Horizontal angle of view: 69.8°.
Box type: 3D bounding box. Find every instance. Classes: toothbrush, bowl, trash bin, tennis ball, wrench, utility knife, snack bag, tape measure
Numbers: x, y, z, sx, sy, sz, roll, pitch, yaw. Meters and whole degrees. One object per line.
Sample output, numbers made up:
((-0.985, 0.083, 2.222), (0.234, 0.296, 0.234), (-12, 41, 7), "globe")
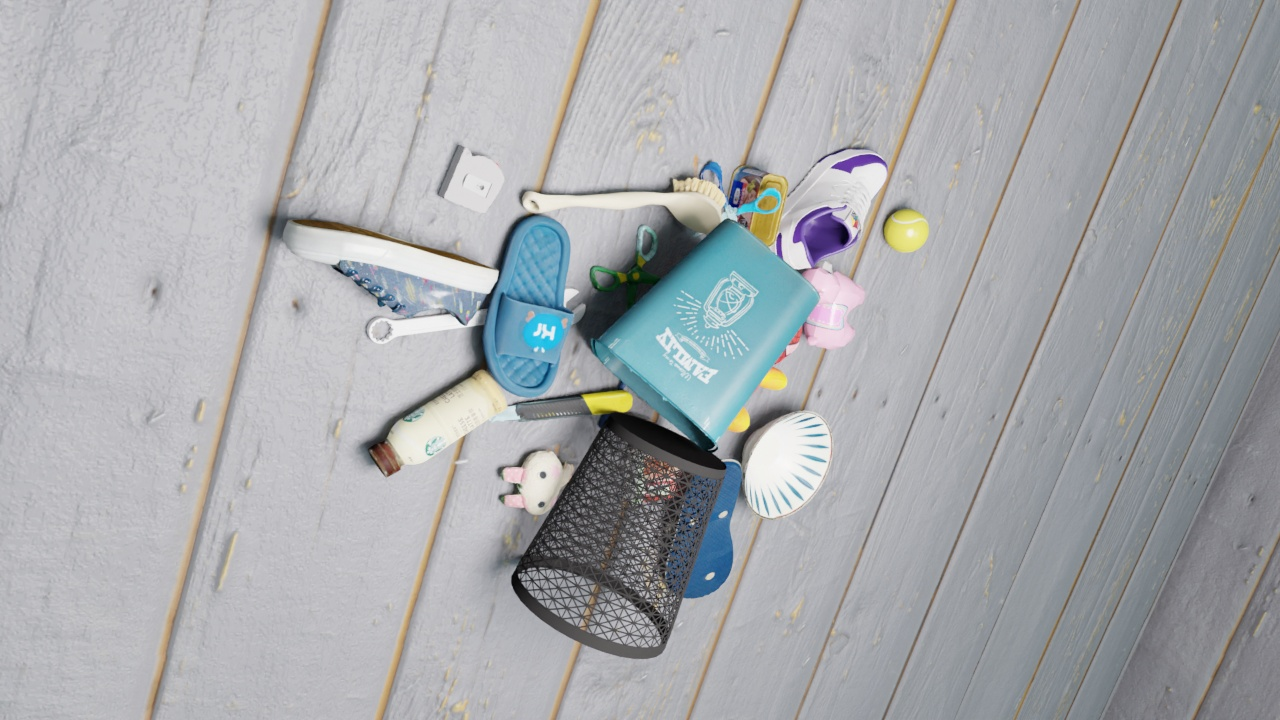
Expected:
((-0.007, 0.007, 1.221), (0.017, 0.016, 0.190), (23, 95, -47), "toothbrush")
((0.205, 0.147, 1.394), (0.177, 0.071, 0.177), (-14, 116, -30), "bowl")
((0.084, -0.033, 1.119), (0.196, 0.199, 0.218), (41, 83, 4), "trash bin")
((0.404, -0.197, 1.394), (0.065, 0.065, 0.065), (-14, 116, -30), "tennis ball")
((-0.184, -0.051, 1.075), (0.272, 0.009, 0.047), (-10, 114, -32), "wrench")
((-0.104, 0.060, 1.165), (0.202, 0.020, 0.029), (-5, 107, -27), "utility knife")
((0.031, 0.158, 1.298), (0.115, 0.036, 0.077), (-5, 111, -33), "snack bag")
((-0.015, 0.210, 1.165), (0.216, 0.217, 0.243), (20, 98, -39), "trash bin")
((-0.184, -0.196, 1.007), (0.062, 0.020, 0.060), (20, 97, -39), "tape measure")

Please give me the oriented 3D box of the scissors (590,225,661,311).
((-0.008, -0.113, 1.172), (0.125, 0.011, 0.131), (8, 104, -36), "scissors")

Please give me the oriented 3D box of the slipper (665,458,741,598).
((0.086, 0.245, 1.353), (0.118, 0.060, 0.296), (-15, 132, -24), "slipper")

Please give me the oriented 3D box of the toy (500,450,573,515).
((-0.127, 0.157, 1.181), (0.112, 0.050, 0.087), (-2, 111, -29), "toy")

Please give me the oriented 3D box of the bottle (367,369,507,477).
((-0.235, 0.074, 1.061), (0.161, 0.056, 0.056), (-34, 125, -20), "bottle")

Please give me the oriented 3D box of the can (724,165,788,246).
((0.152, -0.204, 1.217), (0.053, 0.059, 0.100), (0, 108, -35), "can")

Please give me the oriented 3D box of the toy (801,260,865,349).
((0.268, -0.079, 1.325), (0.157, 0.067, 0.123), (0, 108, -57), "toy")

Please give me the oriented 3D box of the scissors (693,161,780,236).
((0.116, -0.199, 1.185), (0.133, 0.128, 0.014), (56, 28, -3), "scissors")

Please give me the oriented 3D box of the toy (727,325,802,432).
((0.146, -0.014, 1.268), (0.147, 0.099, 0.216), (31, 91, -49), "toy")

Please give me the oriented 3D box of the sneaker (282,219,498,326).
((-0.258, -0.087, 0.959), (0.235, 0.087, 0.079), (12, 99, -42), "sneaker")

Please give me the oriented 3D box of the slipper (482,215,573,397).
((-0.125, -0.062, 1.065), (0.103, 0.059, 0.214), (5, 94, -34), "slipper")

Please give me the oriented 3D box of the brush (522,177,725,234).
((-0.015, -0.190, 1.111), (0.271, 0.077, 0.062), (-2, 146, -28), "brush")

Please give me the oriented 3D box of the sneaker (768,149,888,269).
((0.273, -0.209, 1.266), (0.243, 0.111, 0.092), (-40, 127, -16), "sneaker")
